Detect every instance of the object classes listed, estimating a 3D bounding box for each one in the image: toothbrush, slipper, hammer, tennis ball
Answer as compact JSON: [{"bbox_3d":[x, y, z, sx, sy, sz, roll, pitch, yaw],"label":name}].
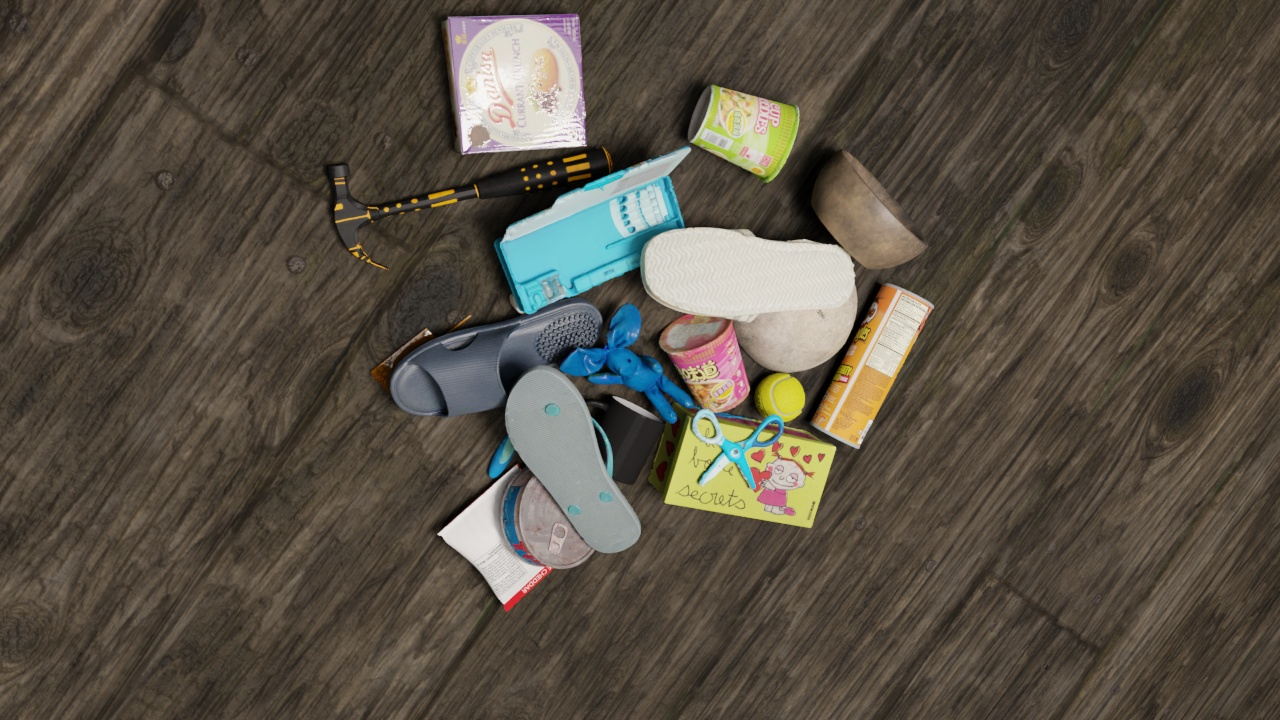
[{"bbox_3d":[-0.151,0.087,1.137,0.022,0.017,0.135,30,95,-24],"label":"toothbrush"},{"bbox_3d":[-0.155,0.010,1.068,0.263,0.082,0.101,-22,130,-15],"label":"slipper"},{"bbox_3d":[-0.185,-0.190,1.044,0.320,0.036,0.123,-14,109,-13],"label":"hammer"},{"bbox_3d":[-0.082,0.117,1.087,0.098,0.054,0.269,-20,115,9],"label":"slipper"},{"bbox_3d":[0.184,0.049,1.213,0.065,0.065,0.065,-5,105,-18],"label":"tennis ball"},{"bbox_3d":[0.130,-0.105,1.105,0.272,0.054,0.114,3,84,-16],"label":"slipper"}]

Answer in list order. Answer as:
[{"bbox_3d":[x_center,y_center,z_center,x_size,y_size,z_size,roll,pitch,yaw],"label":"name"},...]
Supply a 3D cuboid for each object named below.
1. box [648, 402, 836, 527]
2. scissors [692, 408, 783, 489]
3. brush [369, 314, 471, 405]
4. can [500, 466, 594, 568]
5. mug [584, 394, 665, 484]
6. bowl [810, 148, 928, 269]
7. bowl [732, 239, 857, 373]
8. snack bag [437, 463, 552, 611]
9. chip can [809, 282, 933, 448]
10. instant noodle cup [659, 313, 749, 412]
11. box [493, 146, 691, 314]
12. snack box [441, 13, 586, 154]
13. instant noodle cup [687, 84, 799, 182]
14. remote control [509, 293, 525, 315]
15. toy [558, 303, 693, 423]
[{"bbox_3d":[0.132,0.138,1.211,0.220,0.083,0.124,15,98,-23],"label":"box"},{"bbox_3d":[0.122,0.104,1.152,0.139,0.011,0.134,-33,108,-10],"label":"scissors"},{"bbox_3d":[-0.252,-0.009,1.074,0.126,0.017,0.048,-39,113,-6],"label":"brush"},{"bbox_3d":[-0.106,0.189,1.131,0.129,0.044,0.130,7,79,-40],"label":"can"},{"bbox_3d":[-0.038,0.092,1.144,0.113,0.078,0.088,26,94,-15],"label":"mug"},{"bbox_3d":[0.278,-0.180,1.143,0.162,0.162,0.070,38,115,-23],"label":"bowl"},{"bbox_3d":[0.214,-0.063,1.187,0.178,0.081,0.178,-6,107,-19],"label":"bowl"},{"bbox_3d":[-0.160,0.224,1.153,0.130,0.039,0.144,-42,113,-14],"label":"snack bag"},{"bbox_3d":[0.311,0.007,1.240,0.075,0.075,0.215,25,95,-23],"label":"chip can"},{"bbox_3d":[0.088,0.003,1.159,0.097,0.098,0.109,-31,119,-9],"label":"instant noodle cup"},{"bbox_3d":[-0.054,-0.162,1.056,0.226,0.086,0.170,-26,143,-19],"label":"box"},{"bbox_3d":[-0.138,-0.307,1.023,0.148,0.040,0.143,-8,106,-17],"label":"snack box"},{"bbox_3d":[0.119,-0.277,1.095,0.108,0.099,0.099,17,98,-15],"label":"instant noodle cup"},{"bbox_3d":[-0.104,-0.104,1.101,0.125,0.018,0.038,-46,113,-5],"label":"remote control"},{"bbox_3d":[-0.007,0.007,1.122,0.176,0.071,0.113,37,101,-29],"label":"toy"}]
